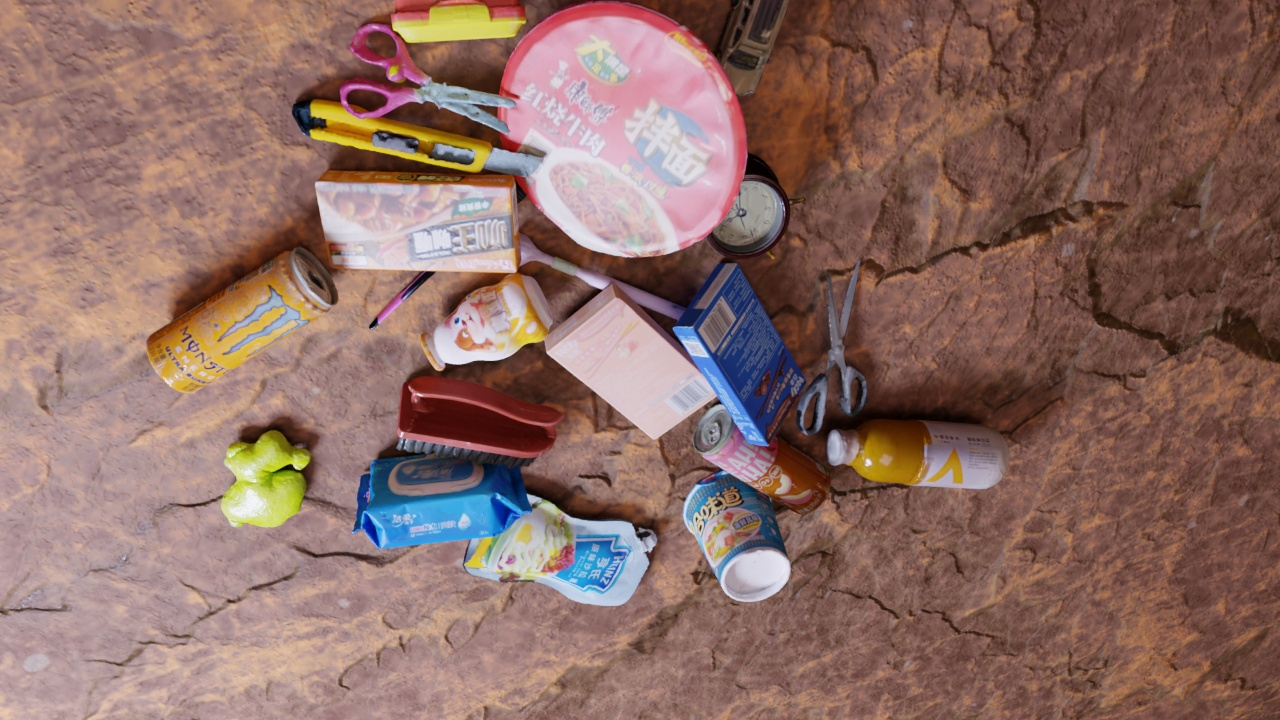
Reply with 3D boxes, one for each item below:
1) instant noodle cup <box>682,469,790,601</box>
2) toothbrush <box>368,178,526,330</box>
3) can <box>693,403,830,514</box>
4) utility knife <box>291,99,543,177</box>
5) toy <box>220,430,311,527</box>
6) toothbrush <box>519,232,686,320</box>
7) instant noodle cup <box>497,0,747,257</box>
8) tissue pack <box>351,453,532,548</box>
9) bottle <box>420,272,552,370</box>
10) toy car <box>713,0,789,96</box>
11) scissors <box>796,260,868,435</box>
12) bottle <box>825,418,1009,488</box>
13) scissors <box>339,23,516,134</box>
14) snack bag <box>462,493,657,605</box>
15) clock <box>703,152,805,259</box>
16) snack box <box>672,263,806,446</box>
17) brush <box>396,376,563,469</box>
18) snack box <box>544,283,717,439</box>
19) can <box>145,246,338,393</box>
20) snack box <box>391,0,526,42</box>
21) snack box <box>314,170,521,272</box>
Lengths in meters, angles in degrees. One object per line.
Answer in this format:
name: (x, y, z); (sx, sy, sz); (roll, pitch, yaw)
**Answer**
instant noodle cup: (0.101, 0.182, 0.932); (0.099, 0.109, 0.099); (-5, 122, -9)
toothbrush: (-0.162, -0.086, 0.770); (0.189, 0.014, 0.017); (-41, 133, 14)
can: (0.124, 0.100, 0.918); (0.147, 0.058, 0.058); (33, 109, -27)
utility knife: (-0.168, -0.165, 0.690); (0.193, 0.015, 0.033); (12, 128, -1)
toy: (-0.342, 0.113, 0.840); (0.096, 0.031, 0.100); (-19, 122, -3)
toothbrush: (-0.028, -0.066, 0.808); (0.189, 0.021, 0.029); (20, 82, -24)
instant noodle cup: (-0.008, -0.176, 0.687); (0.194, 0.065, 0.194); (11, 127, 14)
tissue pack: (-0.181, 0.122, 0.843); (0.157, 0.095, 0.052); (-4, 116, -10)
bottle: (-0.131, -0.029, 0.780); (0.108, 0.063, 0.063); (-25, 123, 3)
toy car: (0.085, -0.249, 0.712); (0.042, 0.035, 0.091); (12, 120, -18)
scissors: (0.188, -0.004, 0.880); (0.159, 0.014, 0.170); (37, 87, -43)
bottle: (0.283, 0.095, 0.944); (0.189, 0.068, 0.068); (5, 119, -15)
scissors: (-0.157, -0.188, 0.672); (0.137, 0.017, 0.077); (28, 93, 0)
snack bag: (-0.077, 0.198, 0.947); (0.191, 0.039, 0.110); (21, 103, -24)
clock: (0.071, -0.132, 0.767); (0.122, 0.055, 0.082); (18, 116, -20)
snack box: (0.094, -0.004, 0.839); (0.084, 0.026, 0.157); (-54, 127, -28)
brush: (-0.144, 0.055, 0.829); (0.145, 0.063, 0.069); (14, 130, -21)
snack box: (-0.005, 0.005, 0.839); (0.085, 0.026, 0.157); (-36, 126, 17)
can: (-0.321, -0.032, 0.740); (0.146, 0.058, 0.058); (-30, 122, 6)
snack box: (-0.129, -0.264, 0.635); (0.091, 0.082, 0.080); (-7, 108, -9)
snack box: (-0.173, -0.109, 0.724); (0.154, 0.026, 0.075); (2, 123, 3)
